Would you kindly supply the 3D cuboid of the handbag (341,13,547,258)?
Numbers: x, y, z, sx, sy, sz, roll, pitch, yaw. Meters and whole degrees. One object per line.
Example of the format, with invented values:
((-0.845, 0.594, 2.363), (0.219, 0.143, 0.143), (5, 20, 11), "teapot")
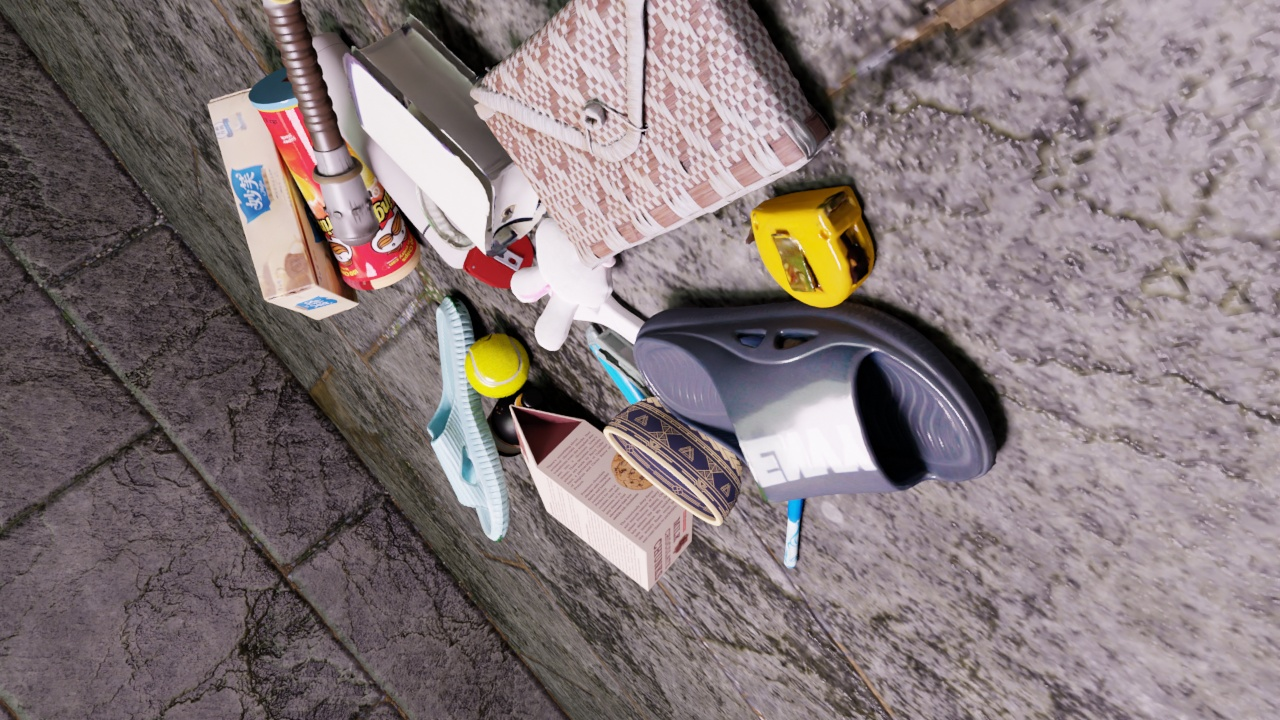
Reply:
((-0.135, -0.145, 0.677), (0.151, 0.073, 0.176), (44, 156, 11), "handbag")

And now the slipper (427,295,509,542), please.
((-0.201, 0.067, 1.005), (0.116, 0.069, 0.276), (-169, 69, -72), "slipper")

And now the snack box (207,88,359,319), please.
((-0.365, -0.155, 0.954), (0.153, 0.055, 0.207), (117, 136, -86), "snack box")

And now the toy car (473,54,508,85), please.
((-0.058, -0.143, 0.576), (0.112, 0.046, 0.034), (49, 156, 5), "toy car")

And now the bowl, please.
((0.034, 0.066, 0.696), (0.112, 0.061, 0.112), (38, 167, 10), "bowl")

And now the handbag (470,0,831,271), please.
((-0.008, -0.123, 0.467), (0.186, 0.046, 0.124), (-18, 114, 50), "handbag")

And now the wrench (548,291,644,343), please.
((0.021, -0.004, 0.683), (0.273, 0.018, 0.066), (36, 154, 27), "wrench")

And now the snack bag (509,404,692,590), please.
((-0.051, 0.125, 0.917), (0.206, 0.069, 0.094), (34, 153, 23), "snack bag")

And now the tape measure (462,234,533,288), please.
((-0.112, -0.089, 0.756), (0.051, 0.059, 0.019), (28, 172, -35), "tape measure")

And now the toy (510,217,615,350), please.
((-0.051, -0.069, 0.667), (0.076, 0.037, 0.126), (55, 132, 18), "toy")

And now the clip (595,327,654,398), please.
((-0.004, 0.004, 0.734), (0.076, 0.023, 0.043), (38, 156, 30), "clip")

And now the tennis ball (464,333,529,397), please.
((-0.146, 0.006, 0.934), (0.065, 0.065, 0.065), (40, 155, 23), "tennis ball")

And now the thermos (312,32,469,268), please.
((-0.210, -0.177, 0.791), (0.224, 0.052, 0.052), (51, 157, -3), "thermos")

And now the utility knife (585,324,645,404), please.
((0.012, 0.055, 0.792), (0.207, 0.015, 0.031), (53, 161, -11), "utility knife")

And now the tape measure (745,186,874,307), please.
((0.087, -0.056, 0.468), (0.068, 0.030, 0.059), (9, 132, 58), "tape measure")

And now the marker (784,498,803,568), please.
((0.119, 0.127, 0.709), (0.013, 0.013, 0.142), (36, 154, 29), "marker")

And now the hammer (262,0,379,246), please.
((-0.255, -0.227, 0.685), (0.190, 0.100, 0.325), (33, 145, 34), "hammer")

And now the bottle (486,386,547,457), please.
((-0.132, 0.062, 1.004), (0.059, 0.059, 0.182), (49, 157, 2), "bottle")

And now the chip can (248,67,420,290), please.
((-0.295, -0.177, 0.904), (0.087, 0.086, 0.214), (30, 149, 39), "chip can")

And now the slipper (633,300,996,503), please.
((0.072, 0.026, 0.544), (0.269, 0.083, 0.111), (10, 133, 51), "slipper")
